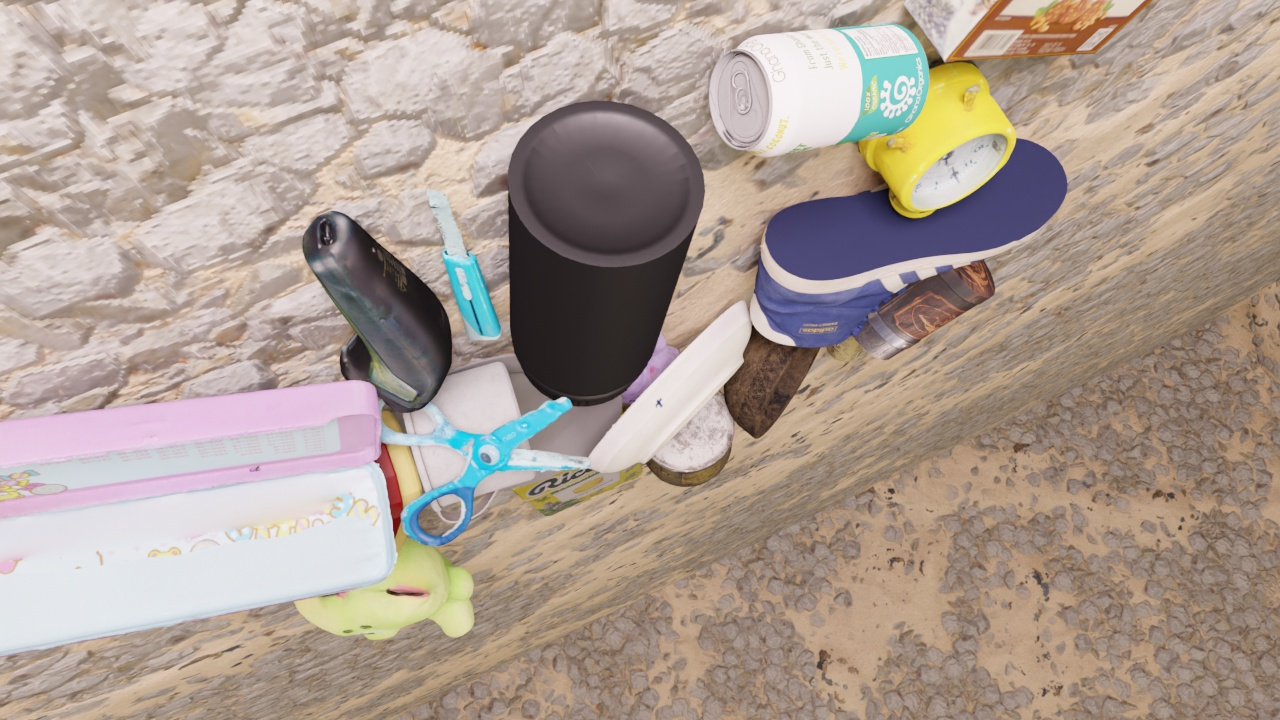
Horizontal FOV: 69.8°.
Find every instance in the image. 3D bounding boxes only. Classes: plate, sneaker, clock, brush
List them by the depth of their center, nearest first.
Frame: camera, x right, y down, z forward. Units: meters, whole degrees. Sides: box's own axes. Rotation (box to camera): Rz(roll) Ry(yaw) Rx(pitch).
[{"bbox_3d":[0.185,-0.131,0.566,0.083,0.057,0.118,-33,155,16],"label":"clock"},{"bbox_3d":[-0.185,0.090,0.624,0.041,0.082,0.174,-17,159,-28],"label":"brush"},{"bbox_3d":[0.185,-0.074,0.669,0.232,0.091,0.119,-21,156,-15],"label":"sneaker"},{"bbox_3d":[-0.101,0.047,0.682,0.178,0.012,0.179,-13,145,-9],"label":"plate"},{"bbox_3d":[0.031,0.030,0.729,0.182,0.034,0.182,-45,174,-7],"label":"plate"}]

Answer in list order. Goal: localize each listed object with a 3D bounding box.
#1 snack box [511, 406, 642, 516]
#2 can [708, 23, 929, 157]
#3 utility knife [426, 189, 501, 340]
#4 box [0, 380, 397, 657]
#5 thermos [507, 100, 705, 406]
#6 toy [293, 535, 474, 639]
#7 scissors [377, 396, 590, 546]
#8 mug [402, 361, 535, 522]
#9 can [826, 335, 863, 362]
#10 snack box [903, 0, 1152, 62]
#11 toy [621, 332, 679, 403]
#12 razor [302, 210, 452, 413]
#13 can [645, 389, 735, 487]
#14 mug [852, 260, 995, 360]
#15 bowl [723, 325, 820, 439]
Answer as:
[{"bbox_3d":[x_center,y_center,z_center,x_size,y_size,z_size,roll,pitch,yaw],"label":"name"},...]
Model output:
[{"bbox_3d":[-0.060,0.105,0.893,0.121,0.045,0.181,-25,161,-5],"label":"snack box"},{"bbox_3d":[0.087,-0.130,0.441,0.101,0.055,0.055,-16,159,-29],"label":"can"},{"bbox_3d":[-0.096,-0.047,0.486,0.022,0.015,0.167,4,158,2],"label":"utility knife"},{"bbox_3d":[-0.233,0.079,0.455,0.214,0.091,0.090,-7,156,-19],"label":"box"},{"bbox_3d":[-0.027,-0.038,0.487,0.086,0.086,0.199,-21,161,-16],"label":"thermos"},{"bbox_3d":[-0.240,0.215,0.879,0.150,0.107,0.197,-3,152,2],"label":"toy"},{"bbox_3d":[-0.093,0.066,0.535,0.140,0.118,0.013,5,-164,4],"label":"scissors"},{"bbox_3d":[-0.110,0.059,0.600,0.070,0.084,0.113,-16,129,-9],"label":"mug"},{"bbox_3d":[0.208,-0.029,0.907,0.038,0.038,0.079,-25,162,-6],"label":"can"},{"bbox_3d":[0.223,-0.210,0.433,0.142,0.041,0.147,-14,158,-33],"label":"snack box"},{"bbox_3d":[-0.004,0.004,0.713,0.080,0.036,0.099,-40,157,21],"label":"toy"},{"bbox_3d":[-0.135,-0.021,0.457,0.067,0.054,0.151,-14,156,0],"label":"razor"},{"bbox_3d":[0.043,0.068,0.863,0.090,0.090,0.075,-25,162,-5],"label":"can"},{"bbox_3d":[0.225,-0.065,0.795,0.115,0.079,0.107,24,135,-30],"label":"mug"},{"bbox_3d":[0.110,0.003,0.809,0.121,0.056,0.121,-50,161,-25],"label":"bowl"}]
